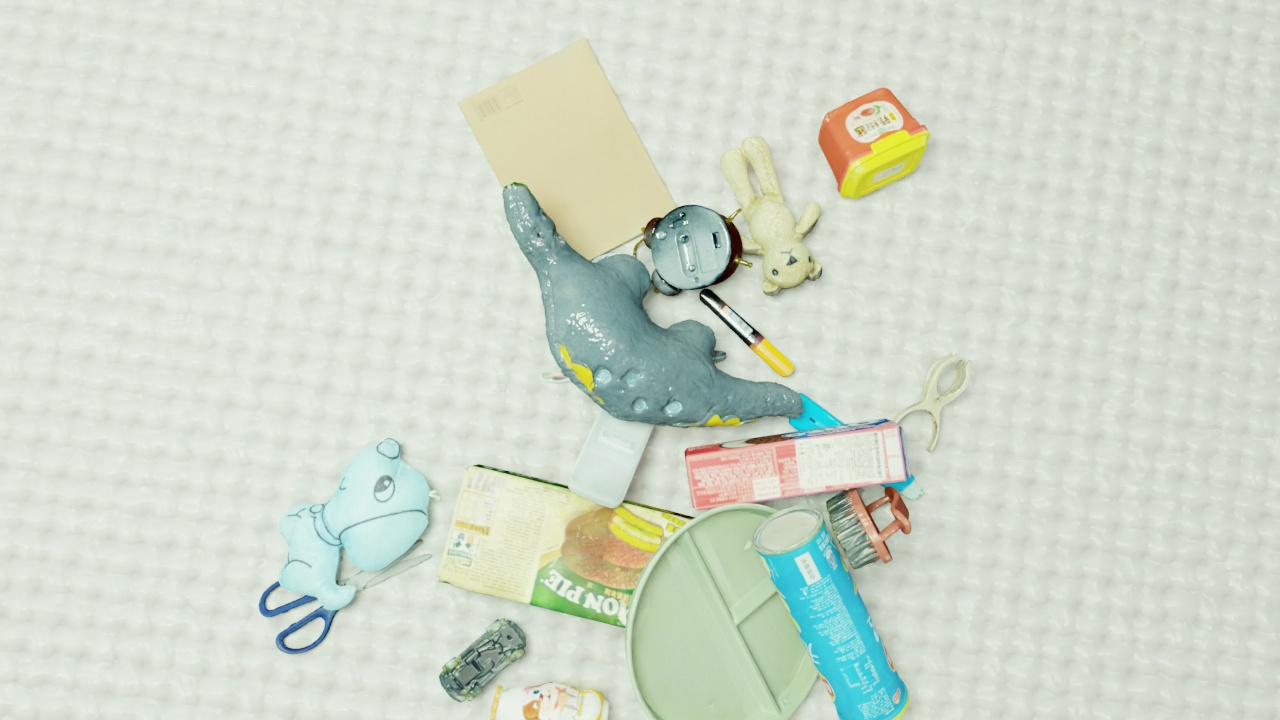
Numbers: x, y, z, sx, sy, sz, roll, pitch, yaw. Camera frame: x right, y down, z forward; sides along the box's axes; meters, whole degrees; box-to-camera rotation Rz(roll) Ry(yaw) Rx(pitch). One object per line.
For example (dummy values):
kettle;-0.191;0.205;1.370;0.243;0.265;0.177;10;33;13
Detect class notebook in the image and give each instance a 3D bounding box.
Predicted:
notebook;-0.074;-0.208;0.942;0.149;0.012;0.211;-28;86;-3

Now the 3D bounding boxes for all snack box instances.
snack box;-0.063;0.181;0.881;0.240;0.063;0.114;13;85;-1
snack box;0.230;-0.219;0.924;0.091;0.082;0.080;-26;73;-5
snack box;0.149;0.101;0.887;0.207;0.057;0.058;-9;92;3

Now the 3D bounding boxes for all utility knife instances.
utility knife;0.217;0.091;0.921;0.161;0.018;0.034;35;84;0

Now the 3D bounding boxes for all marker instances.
marker;0.107;-0.029;0.931;0.124;0.015;0.018;43;83;5

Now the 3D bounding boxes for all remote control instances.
remote control;-0.023;0.078;0.883;0.056;0.020;0.135;23;54;1

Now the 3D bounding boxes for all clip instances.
clip;0.295;0.038;0.924;0.070;0.034;0.100;30;93;0

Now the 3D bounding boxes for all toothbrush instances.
toothbrush;-0.005;0.005;0.921;0.187;0.017;0.016;-7;84;-3

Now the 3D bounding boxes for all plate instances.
plate;0.084;0.246;0.855;0.229;0.027;0.230;0;91;-27

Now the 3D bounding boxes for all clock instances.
clock;0.046;-0.108;0.908;0.122;0.055;0.082;-12;91;25

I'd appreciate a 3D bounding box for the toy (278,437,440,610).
toy;-0.269;0.156;0.881;0.156;0.050;0.161;-2;82;-3

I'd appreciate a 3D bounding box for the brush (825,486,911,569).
brush;0.215;0.149;0.852;0.069;0.145;0.063;-29;87;9

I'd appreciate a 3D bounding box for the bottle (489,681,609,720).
bottle;-0.086;0.335;0.866;0.108;0.063;0.063;12;84;-1

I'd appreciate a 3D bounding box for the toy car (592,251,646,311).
toy car;-0.020;-0.058;0.920;0.049;0.031;0.105;-17;86;-3

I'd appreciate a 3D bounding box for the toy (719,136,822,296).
toy;0.128;-0.145;0.915;0.105;0.066;0.157;-22;92;1

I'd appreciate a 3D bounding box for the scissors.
scissors;-0.292;0.214;0.896;0.126;0.012;0.173;35;83;1

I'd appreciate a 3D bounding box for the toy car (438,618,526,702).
toy car;-0.151;0.287;0.883;0.090;0.034;0.043;-41;85;-7

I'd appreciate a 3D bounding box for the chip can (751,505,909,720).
chip can;0.176;0.239;0.849;0.071;0.071;0.210;-28;105;-4

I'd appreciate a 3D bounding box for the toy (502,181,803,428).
toy;-0.009;-0.020;0.862;0.356;0.091;0.137;39;78;-9
